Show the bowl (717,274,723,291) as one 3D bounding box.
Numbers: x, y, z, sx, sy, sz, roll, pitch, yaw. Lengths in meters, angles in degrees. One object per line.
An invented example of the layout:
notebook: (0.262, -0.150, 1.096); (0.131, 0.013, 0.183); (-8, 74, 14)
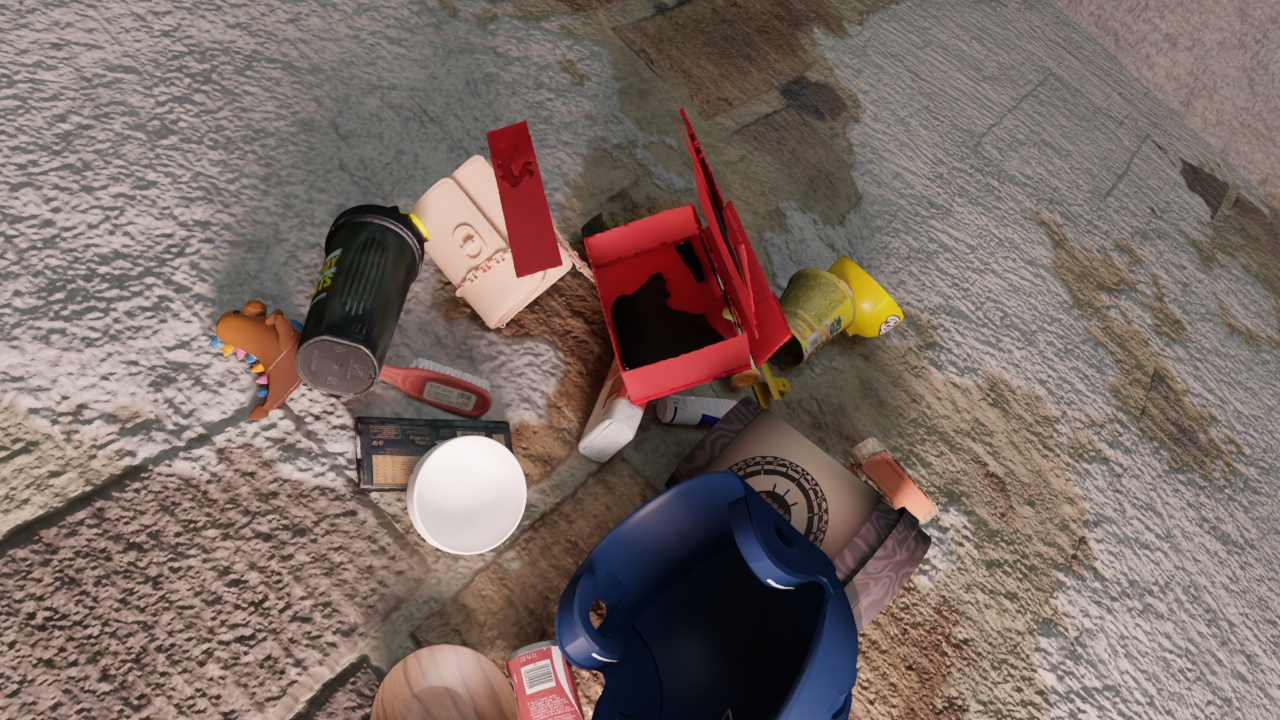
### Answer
bowl: (0.085, -0.107, 1.110); (0.114, 0.045, 0.114); (-1, 22, 0)

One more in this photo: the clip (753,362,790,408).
clip: (0.161, 0.030, 1.113); (0.048, 0.045, 0.054); (-14, 62, -9)

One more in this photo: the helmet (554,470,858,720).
helmet: (0.067, 0.250, 0.751); (0.223, 0.233, 0.271); (53, 27, -12)

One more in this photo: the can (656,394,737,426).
can: (0.065, 0.057, 1.032); (0.095, 0.032, 0.032); (6, 55, -27)

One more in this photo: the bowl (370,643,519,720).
bowl: (-0.159, 0.290, 0.732); (0.119, 0.032, 0.119); (16, 52, -21)

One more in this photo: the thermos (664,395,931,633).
thermos: (0.150, 0.158, 0.927); (0.226, 0.173, 0.172); (43, 47, 11)

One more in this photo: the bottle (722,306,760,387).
bottle: (0.114, -0.022, 1.096); (0.063, 0.063, 0.109); (6, 54, -28)

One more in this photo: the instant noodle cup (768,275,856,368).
instant noodle cup: (0.204, -0.049, 1.154); (0.102, 0.102, 0.108); (43, 56, 3)

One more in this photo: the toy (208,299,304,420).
toy: (-0.348, -0.001, 0.829); (0.090, 0.071, 0.102); (22, 71, 1)

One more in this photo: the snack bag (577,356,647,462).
snack bag: (-0.006, 0.006, 0.997); (0.041, 0.078, 0.224); (34, 47, -12)

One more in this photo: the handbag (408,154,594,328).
handbag: (-0.150, -0.117, 1.030); (0.198, 0.117, 0.187); (50, 6, 3)

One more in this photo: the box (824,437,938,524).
box: (0.271, 0.136, 1.021); (0.187, 0.079, 0.054); (41, 60, -43)

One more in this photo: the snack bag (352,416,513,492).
snack bag: (-0.191, 0.089, 0.866); (0.155, 0.018, 0.074); (4, 57, -28)

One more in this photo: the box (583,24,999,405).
box: (0.130, -0.131, 0.909); (0.107, 0.411, 0.211); (38, 27, -44)

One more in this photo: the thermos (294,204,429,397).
thermos: (-0.259, -0.065, 0.859); (0.098, 0.098, 0.220); (20, 36, -18)

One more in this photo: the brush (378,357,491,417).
brush: (-0.227, 0.012, 0.892); (0.172, 0.041, 0.030); (19, 33, -15)

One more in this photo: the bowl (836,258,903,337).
bowl: (0.284, -0.075, 1.220); (0.117, 0.067, 0.117); (46, 4, -4)

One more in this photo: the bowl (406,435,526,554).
bowl: (-0.161, 0.121, 0.826); (0.104, 0.054, 0.105); (5, 81, -31)

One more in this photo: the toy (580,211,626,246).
toy: (-0.025, -0.134, 1.091); (0.100, 0.063, 0.076); (41, 26, 25)

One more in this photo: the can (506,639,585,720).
can: (-0.077, 0.289, 0.767); (0.054, 0.054, 0.096); (-1, 59, -31)
